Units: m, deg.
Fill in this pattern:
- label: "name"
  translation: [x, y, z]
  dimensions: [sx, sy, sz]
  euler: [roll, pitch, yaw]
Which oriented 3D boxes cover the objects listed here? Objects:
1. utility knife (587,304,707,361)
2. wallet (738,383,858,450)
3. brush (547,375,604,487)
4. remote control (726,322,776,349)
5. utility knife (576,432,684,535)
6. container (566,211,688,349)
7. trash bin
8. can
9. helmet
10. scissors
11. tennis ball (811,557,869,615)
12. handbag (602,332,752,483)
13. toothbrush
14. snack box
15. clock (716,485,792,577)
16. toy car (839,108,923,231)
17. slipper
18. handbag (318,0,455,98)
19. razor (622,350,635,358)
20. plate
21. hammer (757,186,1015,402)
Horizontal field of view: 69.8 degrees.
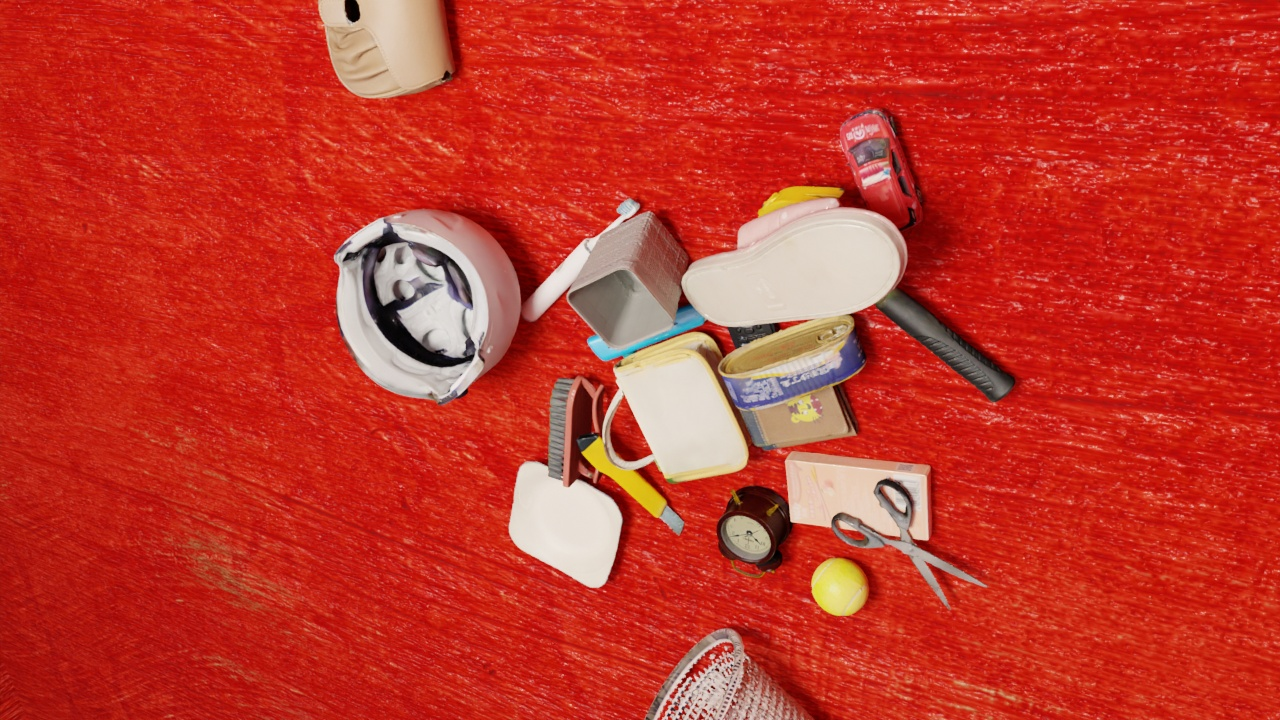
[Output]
- label: "utility knife"
  translation: [0.017, -0.036, 1.049]
  dimensions: [0.162, 0.018, 0.034]
  euler: [-19, 104, 19]
- label: "wallet"
  translation: [0.171, 0.057, 1.012]
  dimensions: [0.115, 0.033, 0.090]
  euler: [-13, 116, 31]
- label: "brush"
  translation: [-0.075, 0.086, 1.150]
  dimensions: [0.069, 0.063, 0.146]
  euler: [14, 118, 19]
- label: "remote control"
  translation: [0.120, -0.042, 0.999]
  dimensions: [0.053, 0.024, 0.136]
  euler: [-10, 113, 31]
- label: "utility knife"
  translation: [-0.010, 0.155, 1.148]
  dimensions: [0.033, 0.015, 0.192]
  euler: [-40, 109, 12]
- label: "container"
  translation: [-0.008, -0.089, 0.984]
  dimensions: [0.090, 0.114, 0.090]
  euler: [-21, 124, 34]
- label: "trash bin"
  translation: [0.128, 0.486, 1.155]
  dimensions: [0.192, 0.226, 0.228]
  euler: [36, 126, -6]
- label: "can"
  translation: [0.158, 0.003, 0.956]
  dimensions: [0.148, 0.074, 0.049]
  euler: [-21, 113, 14]
- label: "helmet"
  translation: [-0.244, -0.077, 1.113]
  dimensions: [0.229, 0.145, 0.259]
  euler: [52, 134, 0]
- label: "scissors"
  translation: [0.291, 0.200, 1.001]
  dimensions: [0.179, 0.014, 0.159]
  euler: [6, 121, 23]
- label: "tennis ball"
  translation: [0.231, 0.262, 1.062]
  dimensions: [0.065, 0.065, 0.065]
  euler: [12, 119, 24]
- label: "handbag"
  translation: [0.028, 0.062, 1.065]
  dimensions: [0.179, 0.063, 0.163]
  euler: [-17, 109, 25]
- label: "toothbrush"
  translation: [-0.072, -0.115, 1.070]
  dimensions: [0.026, 0.026, 0.222]
  euler: [24, 134, -30]
- label: "snack box"
  translation: [0.243, 0.150, 1.024]
  dimensions: [0.157, 0.026, 0.084]
  euler: [4, 115, 28]
- label: "clock"
  translation: [0.134, 0.208, 1.096]
  dimensions: [0.082, 0.055, 0.122]
  euler: [16, 122, 22]
- label: "toy car"
  translation: [0.227, -0.176, 0.865]
  dimensions: [0.053, 0.045, 0.120]
  euler: [-18, 101, 33]
- label: "slipper"
  translation: [0.144, -0.091, 0.884]
  dimensions: [0.114, 0.054, 0.275]
  euler: [48, 149, -18]
- label: "handbag"
  translation: [-0.286, -0.392, 1.010]
  dimensions: [0.148, 0.099, 0.205]
  euler: [9, 121, 21]
- label: "razor"
  translation: [-0.006, 0.006, 1.092]
  dimensions: [0.043, 0.028, 0.132]
  euler: [-32, 99, 18]
- label: "plate"
  translation: [-0.098, 0.216, 1.242]
  dimensions: [0.164, 0.034, 0.164]
  euler: [24, 123, 17]
- label: "hammer"
  translation: [0.241, -0.064, 0.902]
  dimensions: [0.301, 0.032, 0.129]
  euler: [39, 154, 1]
